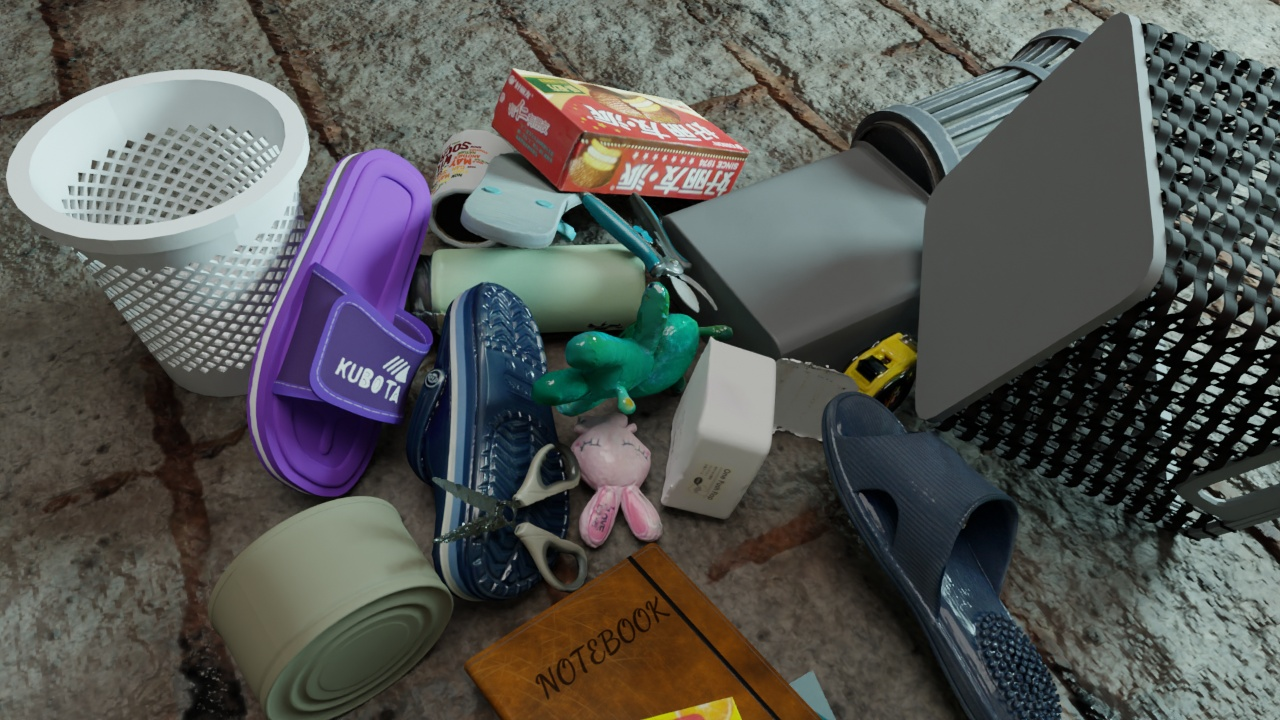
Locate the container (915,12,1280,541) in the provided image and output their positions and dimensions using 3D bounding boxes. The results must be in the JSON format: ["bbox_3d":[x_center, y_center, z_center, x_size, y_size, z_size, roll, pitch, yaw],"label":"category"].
[{"bbox_3d":[0.361,-0.050,0.633,0.243,0.248,0.245,19,60,-11],"label":"container"}]

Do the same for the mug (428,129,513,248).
[{"bbox_3d":[-0.147,-0.158,0.883,0.105,0.074,0.089,21,46,-21],"label":"mug"}]

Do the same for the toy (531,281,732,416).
[{"bbox_3d":[-0.004,0.004,0.689,0.072,0.131,0.193,51,28,17],"label":"toy"}]

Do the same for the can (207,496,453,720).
[{"bbox_3d":[-0.189,0.156,0.569,0.127,0.128,0.073,-30,59,-26],"label":"can"}]

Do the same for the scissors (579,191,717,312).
[{"bbox_3d":[0.008,-0.100,0.773,0.156,0.019,0.124,31,34,-9],"label":"scissors"}]

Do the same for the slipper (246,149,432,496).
[{"bbox_3d":[-0.199,-0.033,0.677,0.084,0.107,0.266,0,71,35],"label":"slipper"}]

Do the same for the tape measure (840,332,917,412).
[{"bbox_3d":[0.189,0.019,0.743,0.072,0.072,0.042,-26,58,-31],"label":"tape measure"}]

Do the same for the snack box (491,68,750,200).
[{"bbox_3d":[-0.013,-0.208,0.869,0.235,0.060,0.113,-7,44,-47],"label":"snack box"}]

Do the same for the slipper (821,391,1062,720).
[{"bbox_3d":[0.217,0.124,0.610,0.101,0.083,0.263,-3,60,-42],"label":"slipper"}]

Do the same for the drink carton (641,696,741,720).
[{"bbox_3d":[0.000,0.239,0.520,0.134,0.043,0.058,-7,46,-19],"label":"drink carton"}]

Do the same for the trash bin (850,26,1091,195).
[{"bbox_3d":[0.333,-0.207,0.891,0.227,0.164,0.164,-24,55,-17],"label":"trash bin"}]

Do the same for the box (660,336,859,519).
[{"bbox_3d":[0.098,0.053,0.695,0.137,0.109,0.128,18,47,-6],"label":"box"}]

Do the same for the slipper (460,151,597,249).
[{"bbox_3d":[-0.100,-0.133,0.796,0.098,0.055,0.268,19,24,1],"label":"slipper"}]

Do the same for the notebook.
[{"bbox_3d":[0.035,0.237,0.573,0.178,0.014,0.249,-26,55,-33],"label":"notebook"}]

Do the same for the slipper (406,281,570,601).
[{"bbox_3d":[-0.119,0.061,0.682,0.095,0.105,0.252,-20,56,24],"label":"slipper"}]

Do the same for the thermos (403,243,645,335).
[{"bbox_3d":[-0.113,-0.058,0.788,0.231,0.082,0.082,-2,50,-6],"label":"thermos"}]

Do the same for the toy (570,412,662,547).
[{"bbox_3d":[-0.020,0.086,0.692,0.063,0.047,0.110,-3,63,-16],"label":"toy"}]

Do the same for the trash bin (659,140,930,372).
[{"bbox_3d":[0.157,-0.080,0.811,0.219,0.098,0.191,-23,54,-19],"label":"trash bin"}]

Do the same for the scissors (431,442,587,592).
[{"bbox_3d":[-0.077,0.099,0.609,0.013,0.158,0.161,-14,33,28],"label":"scissors"}]

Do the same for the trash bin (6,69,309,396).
[{"bbox_3d":[-0.340,-0.085,0.718,0.195,0.200,0.195,2,49,-2],"label":"trash bin"}]
